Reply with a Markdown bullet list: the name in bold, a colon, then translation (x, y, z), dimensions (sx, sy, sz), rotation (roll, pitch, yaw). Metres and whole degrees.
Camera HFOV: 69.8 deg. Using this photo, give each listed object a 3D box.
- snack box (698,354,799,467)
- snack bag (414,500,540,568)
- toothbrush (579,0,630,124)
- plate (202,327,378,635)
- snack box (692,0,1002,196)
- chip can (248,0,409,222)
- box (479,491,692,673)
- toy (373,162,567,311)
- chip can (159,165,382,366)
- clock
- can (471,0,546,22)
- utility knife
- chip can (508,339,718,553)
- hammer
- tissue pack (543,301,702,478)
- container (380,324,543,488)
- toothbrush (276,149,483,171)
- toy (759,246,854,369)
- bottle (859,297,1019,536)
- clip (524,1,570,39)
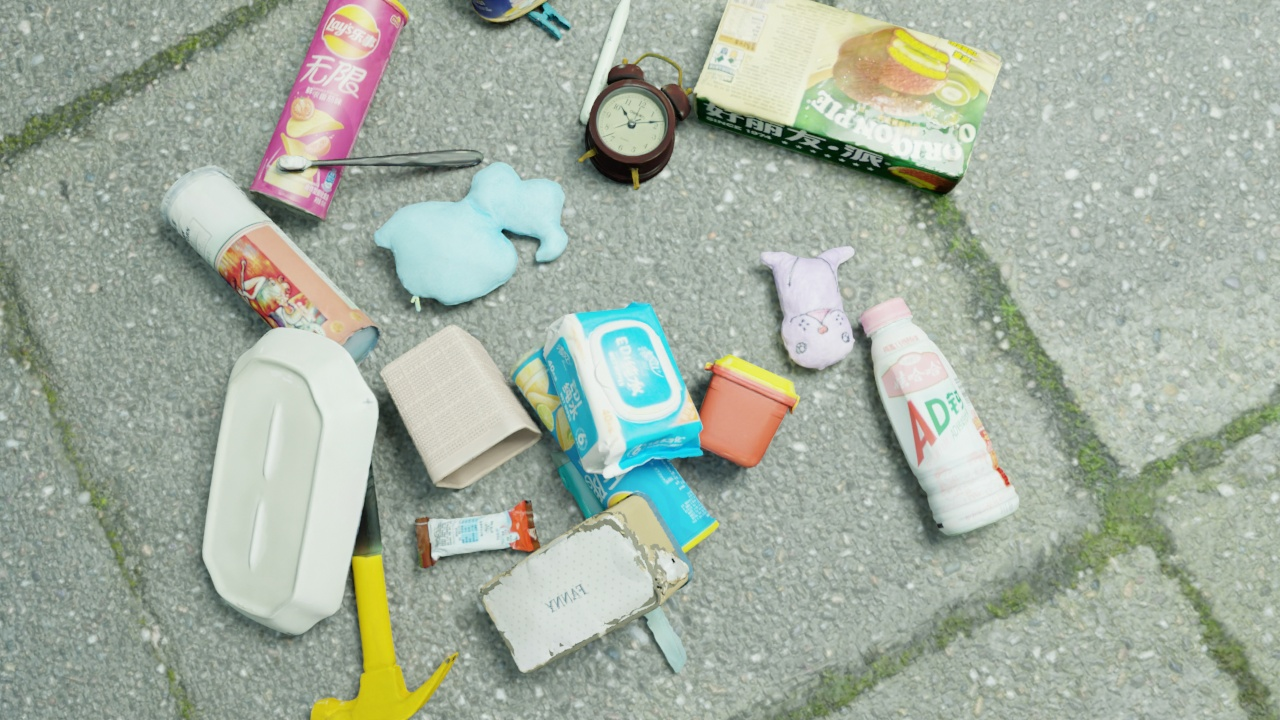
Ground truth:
- **snack box**: translation (0.082, 0.042, 0.765), dimensions (0.082, 0.091, 0.080), rotation (25, 93, 7)
- **snack bag**: translation (-0.142, 0.151, 0.799), dimensions (0.104, 0.026, 0.048), rotation (-11, 70, -2)
- **toothbrush**: translation (-0.021, -0.307, 0.850), dimensions (0.020, 0.029, 0.189), rotation (15, 84, 49)
- **plate**: translation (-0.309, 0.105, 0.776), dimensions (0.162, 0.034, 0.266), rotation (18, 100, 22)
- **snack box**: translation (0.176, -0.237, 0.802), dimensions (0.240, 0.063, 0.114), rotation (19, 85, 7)
- **chip can**: translation (-0.284, -0.236, 0.837), dimensions (0.071, 0.071, 0.210), rotation (20, 85, 7)
- **box**: translation (-0.051, 0.183, 0.740), dimensions (0.185, 0.061, 0.090), rotation (-33, 82, 31)
- **toy**: translation (-0.151, -0.109, 0.823), dimensions (0.161, 0.050, 0.156), rotation (22, 78, -1)
- **chip can**: translation (-0.330, -0.078, 0.824), dimensions (0.214, 0.071, 0.071), rotation (44, 88, 8)
- **clock**: translation (-0.003, -0.215, 0.815), dimensions (0.082, 0.055, 0.122), rotation (26, 85, 0)
- **can**: translation (-0.099, -0.377, 0.841), dimensions (0.148, 0.049, 0.074), rotation (-40, 70, -5)
- **utility knife**: translation (-0.017, 0.170, 0.795), dimensions (0.029, 0.013, 0.216), rotation (-29, 79, -1)
- **chip can**: translation (-0.025, 0.076, 0.778), dimensions (0.071, 0.071, 0.210), rotation (-37, 81, 0)
- **hammer**: translation (-0.240, 0.169, 0.805), dimensions (0.129, 0.033, 0.300), rotation (-11, 83, 3)
- **tissue pack**: translation (-0.013, 0.021, 0.728), dimensions (0.089, 0.063, 0.140), rotation (-11, 69, -29)
- **container**: translation (-0.155, 0.039, 0.787), dimensions (0.090, 0.090, 0.111), rotation (-33, 78, 0)
- **toothbrush**: translation (-0.228, -0.179, 0.818), dimensions (0.180, 0.018, 0.015), rotation (-7, 94, -23)
- **toy**: translation (0.151, -0.045, 0.793), dimensions (0.084, 0.039, 0.108), rotation (-8, 81, -5)
- **bottle**: translation (0.240, 0.043, 0.762), dimensions (0.068, 0.068, 0.197), rotation (-23, 79, 2)
- **clip**: translation (-0.090, -0.323, 0.861), dimensions (0.056, 0.014, 0.042), rotation (43, 87, 11)
